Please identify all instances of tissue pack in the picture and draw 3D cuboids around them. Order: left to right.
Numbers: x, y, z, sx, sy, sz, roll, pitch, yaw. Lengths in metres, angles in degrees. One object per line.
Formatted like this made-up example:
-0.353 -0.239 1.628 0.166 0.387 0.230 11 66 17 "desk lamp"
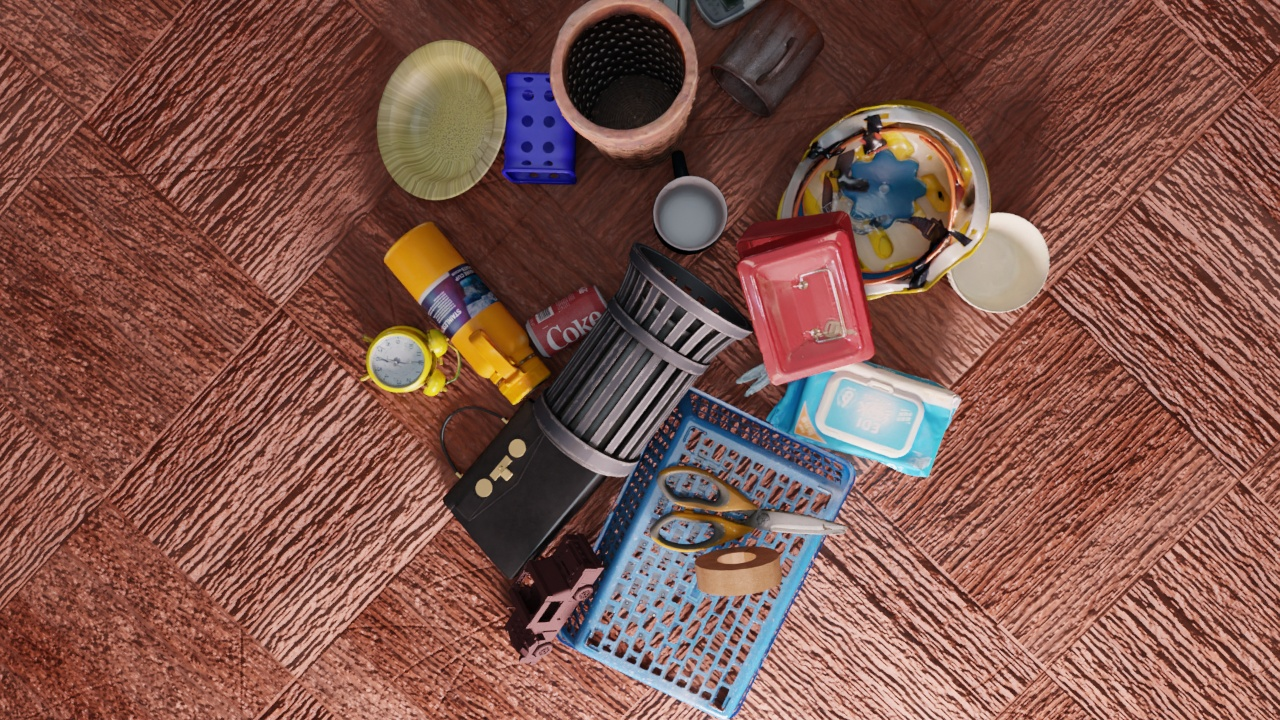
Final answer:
0.266 0.058 1.096 0.209 0.066 0.117 18 97 -1 "tissue pack"

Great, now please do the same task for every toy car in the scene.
-0.115 0.285 1.090 0.170 0.061 0.070 -57 47 22 "toy car"

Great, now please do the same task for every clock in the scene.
-0.277 0.000 1.113 0.118 0.057 0.083 4 93 -7 "clock"

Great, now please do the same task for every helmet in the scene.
0.280 -0.188 1.049 0.241 0.139 0.209 -35 98 37 "helmet"

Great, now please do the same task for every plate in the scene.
-0.228 -0.281 1.089 0.185 0.036 0.184 1 91 25 "plate"

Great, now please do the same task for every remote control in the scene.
0.120 -0.446 1.094 0.114 0.028 0.060 -31 91 3 "remote control"

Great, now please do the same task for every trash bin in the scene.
-0.012 -0.295 1.014 0.151 0.210 0.151 0 92 2 "trash bin"
-0.006 0.006 1.047 0.164 0.164 0.228 36 104 -1 "trash bin"

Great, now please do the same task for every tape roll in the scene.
0.107 0.230 1.007 0.094 0.094 0.027 -7 93 1 "tape roll"

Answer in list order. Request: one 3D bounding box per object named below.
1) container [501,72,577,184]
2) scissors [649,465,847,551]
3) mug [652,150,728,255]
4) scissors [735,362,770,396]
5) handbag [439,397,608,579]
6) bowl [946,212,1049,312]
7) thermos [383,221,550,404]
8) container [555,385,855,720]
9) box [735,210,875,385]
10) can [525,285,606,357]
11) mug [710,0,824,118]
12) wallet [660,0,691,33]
-0.116 -0.272 1.081 0.084 0.085 0.113 2 92 0 "container"
0.125 0.167 1.042 0.229 0.016 0.114 1 94 0 "scissors"
0.053 -0.185 1.076 0.085 0.094 0.121 -11 92 1 "mug"
0.184 -0.021 1.123 0.179 0.016 0.101 -25 96 6 "scissors"
-0.164 0.131 1.124 0.196 0.072 0.176 41 93 10 "handbag"
0.414 -0.114 1.087 0.115 0.062 0.115 0 93 1 "bowl"
-0.206 -0.051 1.088 0.232 0.091 0.076 50 125 0 "thermos"
0.078 0.240 1.101 0.257 0.089 0.362 25 93 0 "container"
0.185 -0.077 1.025 0.137 0.126 0.157 -13 111 10 "box"
-0.086 -0.048 1.107 0.096 0.054 0.054 -30 92 3 "can"
0.152 -0.349 1.053 0.096 0.123 0.110 33 94 -20 "mug"
0.012 -0.419 1.090 0.100 0.054 0.131 0 88 0 "wallet"
